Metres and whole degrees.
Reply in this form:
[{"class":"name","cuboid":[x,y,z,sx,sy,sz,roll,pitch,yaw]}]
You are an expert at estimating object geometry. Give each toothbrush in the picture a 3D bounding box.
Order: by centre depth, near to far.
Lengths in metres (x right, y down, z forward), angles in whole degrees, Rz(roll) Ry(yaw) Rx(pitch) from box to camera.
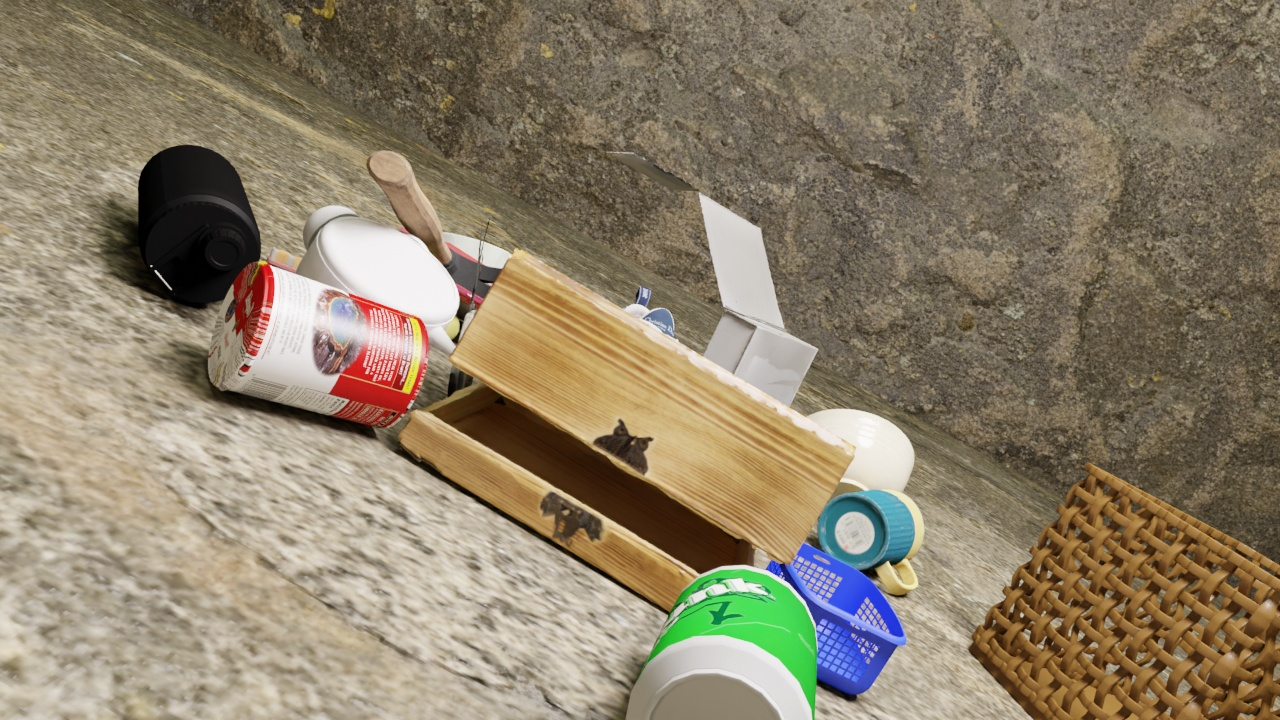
[{"class":"toothbrush","cuboid":[-0.293,-0.074,0.947,0.184,0.016,0.015,24,5,-35]}]

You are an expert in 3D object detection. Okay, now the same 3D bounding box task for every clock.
[{"class":"clock","cuboid":[-0.221,-0.055,0.761,0.125,0.073,0.160,21,29,-39]}]

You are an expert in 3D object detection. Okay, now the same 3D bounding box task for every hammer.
[{"class":"hammer","cuboid":[-0.196,-0.121,0.850,0.132,0.040,0.306,26,-10,1]}]

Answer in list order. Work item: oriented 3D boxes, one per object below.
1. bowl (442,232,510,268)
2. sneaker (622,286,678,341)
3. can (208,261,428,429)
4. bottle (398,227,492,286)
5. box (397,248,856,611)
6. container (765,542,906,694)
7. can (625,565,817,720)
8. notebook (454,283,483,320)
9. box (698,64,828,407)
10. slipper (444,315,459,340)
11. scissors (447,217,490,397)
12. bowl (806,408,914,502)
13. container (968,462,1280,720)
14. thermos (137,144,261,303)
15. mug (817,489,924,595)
[{"class":"bowl","cuboid":[-0.224,-0.117,1.164,0.117,0.061,0.117,12,-6,1]},{"class":"sneaker","cuboid":[-0.006,0.006,0.983,0.103,0.132,0.269,28,15,-17]},{"class":"can","cuboid":[-0.217,-0.008,0.623,0.116,0.087,0.086,21,13,-40]},{"class":"bottle","cuboid":[-0.213,-0.095,1.078,0.176,0.062,0.062,32,9,-16]},{"class":"box","cuboid":[-0.004,0.055,0.737,0.279,0.168,0.245,29,3,3]},{"class":"container","cuboid":[0.135,0.190,0.683,0.096,0.058,0.114,28,10,-7]},{"class":"can","cuboid":[0.047,0.167,0.480,0.088,0.088,0.139,30,10,8]},{"class":"notebook","cuboid":[-0.171,-0.048,0.999,0.209,0.012,0.153,29,-11,-2]},{"class":"box","cuboid":[0.151,-0.118,1.173,0.119,0.478,0.166,4,-7,36]},{"class":"slipper","cuboid":[-0.234,-0.065,0.884,0.091,0.082,0.190,36,10,24]},{"class":"scissors","cuboid":[-0.147,-0.034,0.794,0.012,0.163,0.154,11,47,-3]},{"class":"bowl","cuboid":[0.240,0.135,1.073,0.150,0.151,0.075,27,45,-8]},{"class":"container","cuboid":[0.498,0.269,0.829,0.251,0.214,0.219,25,11,-22]},{"class":"thermos","cuboid":[-0.358,-0.110,0.743,0.086,0.086,0.198,21,13,-35]},{"class":"mug","cuboid":[0.250,0.190,0.961,0.107,0.083,0.113,12,47,-56]}]
